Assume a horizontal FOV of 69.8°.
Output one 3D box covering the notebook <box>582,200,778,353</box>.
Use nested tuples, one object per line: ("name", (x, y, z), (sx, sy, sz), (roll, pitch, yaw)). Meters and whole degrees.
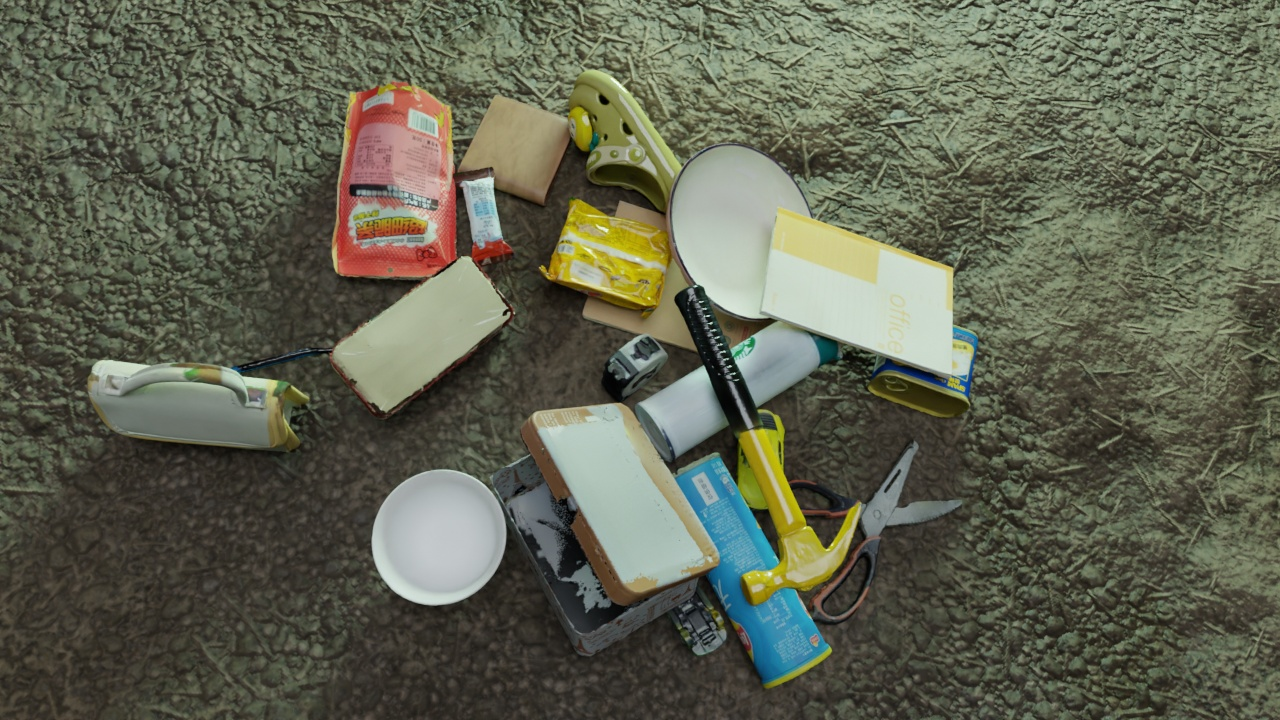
("notebook", (0.056, -0.081, 0.990), (0.207, 0.008, 0.147), (17, 68, -1))

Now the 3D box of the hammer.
("hammer", (0.102, 0.066, 0.852), (0.128, 0.033, 0.300), (-19, 74, -13))

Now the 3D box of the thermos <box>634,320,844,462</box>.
("thermos", (0.104, 0.014, 0.923), (0.224, 0.073, 0.073), (-31, 77, -14))

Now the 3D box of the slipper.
("slipper", (-0.023, -0.226, 0.991), (0.081, 0.092, 0.190), (-36, 82, -16))

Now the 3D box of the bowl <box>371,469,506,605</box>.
("bowl", (-0.177, 0.163, 0.837), (0.118, 0.065, 0.118), (0, 74, 0))

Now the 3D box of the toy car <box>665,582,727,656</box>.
("toy car", (0.043, 0.232, 0.859), (0.043, 0.036, 0.091), (-28, 68, -14))

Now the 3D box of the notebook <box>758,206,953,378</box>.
("notebook", (0.226, -0.072, 0.942), (0.206, 0.010, 0.145), (18, 56, -6))

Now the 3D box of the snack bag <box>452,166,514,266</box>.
("snack bag", (-0.166, -0.153, 0.972), (0.048, 0.026, 0.104), (-14, 82, -13))

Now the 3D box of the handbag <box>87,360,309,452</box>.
("handbag", (-0.388, 0.036, 0.798), (0.163, 0.179, 0.063), (7, 75, -7))

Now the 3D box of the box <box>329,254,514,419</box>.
("box", (-0.211, -0.025, 0.886), (0.168, 0.078, 0.091), (-40, 96, -19))

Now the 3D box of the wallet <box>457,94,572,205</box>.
("wallet", (-0.134, -0.234, 1.015), (0.101, 0.020, 0.115), (20, 66, 0))

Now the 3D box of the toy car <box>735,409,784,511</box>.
("toy car", (0.120, 0.098, 0.913), (0.048, 0.032, 0.105), (4, 62, 4))

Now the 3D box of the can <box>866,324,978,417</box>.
("can", (0.299, 0.003, 0.968), (0.102, 0.057, 0.083), (19, 66, -1))

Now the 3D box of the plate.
("plate", (0.103, -0.131, 0.966), (0.192, 0.039, 0.192), (7, 76, -29))

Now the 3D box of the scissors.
("scissors", (0.220, 0.168, 0.918), (0.225, 0.015, 0.188), (3, 70, -6))

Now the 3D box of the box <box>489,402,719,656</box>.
("box", (-0.030, 0.135, 0.799), (0.150, 0.166, 0.182), (-28, 64, -15))

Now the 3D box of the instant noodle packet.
("instant noodle packet", (-0.033, -0.107, 0.959), (0.128, 0.044, 0.110), (19, 62, -5))

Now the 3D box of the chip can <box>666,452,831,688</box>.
("chip can", (0.095, 0.194, 0.863), (0.071, 0.071, 0.210), (-25, 75, -16))

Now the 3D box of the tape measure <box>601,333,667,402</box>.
("tape measure", (-0.005, 0.005, 0.919), (0.066, 0.066, 0.033), (-38, 78, -17))

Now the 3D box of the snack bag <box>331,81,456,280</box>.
("snack bag", (-0.253, -0.184, 0.960), (0.128, 0.073, 0.207), (3, 74, -21))

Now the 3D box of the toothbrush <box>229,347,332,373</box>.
("toothbrush", (-0.348, -0.004, 0.905), (0.189, 0.014, 0.016), (-14, 72, -11))
